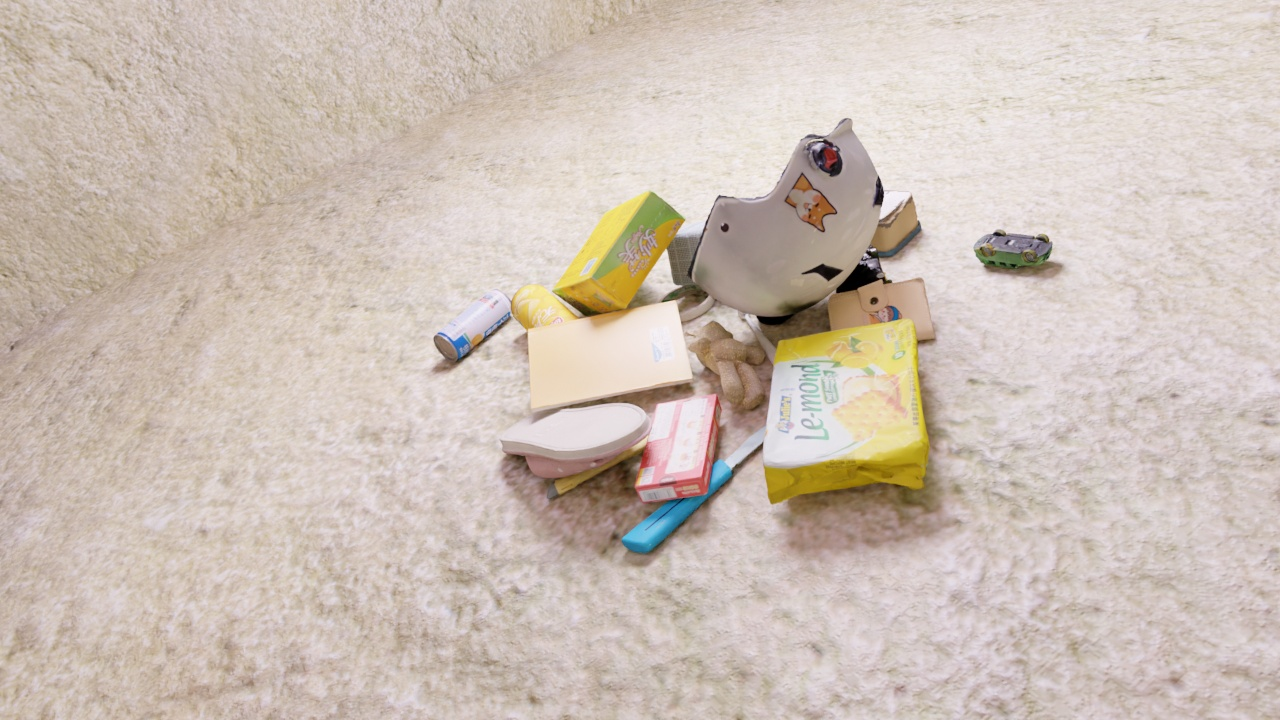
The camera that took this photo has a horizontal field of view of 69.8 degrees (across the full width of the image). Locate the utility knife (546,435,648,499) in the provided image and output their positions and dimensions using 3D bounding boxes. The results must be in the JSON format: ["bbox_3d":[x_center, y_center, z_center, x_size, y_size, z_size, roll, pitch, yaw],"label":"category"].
[{"bbox_3d":[-0.015,0.105,1.073,0.216,0.022,0.031,-31,33,0],"label":"utility knife"}]

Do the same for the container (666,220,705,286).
[{"bbox_3d":[0.103,-0.156,1.317,0.112,0.090,0.089,-1,19,33],"label":"container"}]

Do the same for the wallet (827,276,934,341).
[{"bbox_3d":[0.282,-0.055,1.087,0.115,0.024,0.087,-13,63,20],"label":"wallet"}]

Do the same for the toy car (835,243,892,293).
[{"bbox_3d":[0.281,-0.100,1.170,0.071,0.041,0.155,-16,36,12],"label":"toy car"}]

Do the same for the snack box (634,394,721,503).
[{"bbox_3d":[0.044,0.094,1.010,0.075,0.025,0.152,-11,30,18],"label":"snack box"}]

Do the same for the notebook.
[{"bbox_3d":[-0.044,-0.008,1.187,0.206,0.010,0.145,-11,47,2],"label":"notebook"}]

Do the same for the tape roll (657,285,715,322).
[{"bbox_3d":[0.065,-0.084,1.321,0.086,0.014,0.085,-17,31,11],"label":"tape roll"}]

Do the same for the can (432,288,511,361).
[{"bbox_3d":[-0.265,-0.058,1.465,0.053,0.053,0.134,10,44,43],"label":"can"}]

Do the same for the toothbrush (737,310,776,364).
[{"bbox_3d":[0.154,-0.033,1.178,0.016,0.016,0.180,-29,30,3],"label":"toothbrush"}]

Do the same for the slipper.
[{"bbox_3d":[-0.079,0.097,1.080,0.113,0.054,0.275,-35,17,-33],"label":"slipper"}]

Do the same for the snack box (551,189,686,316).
[{"bbox_3d":[-0.036,-0.150,1.324,0.157,0.070,0.210,-57,15,-11],"label":"snack box"}]

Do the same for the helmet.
[{"bbox_3d":[0.194,-0.152,1.113,0.273,0.157,0.230,-36,-8,-14],"label":"helmet"}]

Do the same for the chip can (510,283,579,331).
[{"bbox_3d":[-0.126,-0.049,1.343,0.072,0.072,0.213,-30,30,-12],"label":"chip can"}]

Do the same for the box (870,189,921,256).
[{"bbox_3d":[0.306,-0.198,1.294,0.089,0.062,0.184,-40,36,-25],"label":"box"}]

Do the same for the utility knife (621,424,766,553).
[{"bbox_3d":[0.069,0.131,0.977,0.218,0.018,0.034,-37,32,-25],"label":"utility knife"}]

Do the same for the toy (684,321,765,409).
[{"bbox_3d":[0.105,0.004,1.119,0.105,0.066,0.157,4,29,-19],"label":"toy"}]

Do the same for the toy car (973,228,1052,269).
[{"bbox_3d":[0.452,-0.133,1.113,0.043,0.036,0.091,-40,33,-29],"label":"toy car"}]

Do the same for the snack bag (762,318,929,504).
[{"bbox_3d":[0.216,0.052,0.952,0.158,0.068,0.245,-10,33,20],"label":"snack bag"}]

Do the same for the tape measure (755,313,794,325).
[{"bbox_3d":[0.176,-0.076,1.207,0.057,0.039,0.058,-41,35,-28],"label":"tape measure"}]
